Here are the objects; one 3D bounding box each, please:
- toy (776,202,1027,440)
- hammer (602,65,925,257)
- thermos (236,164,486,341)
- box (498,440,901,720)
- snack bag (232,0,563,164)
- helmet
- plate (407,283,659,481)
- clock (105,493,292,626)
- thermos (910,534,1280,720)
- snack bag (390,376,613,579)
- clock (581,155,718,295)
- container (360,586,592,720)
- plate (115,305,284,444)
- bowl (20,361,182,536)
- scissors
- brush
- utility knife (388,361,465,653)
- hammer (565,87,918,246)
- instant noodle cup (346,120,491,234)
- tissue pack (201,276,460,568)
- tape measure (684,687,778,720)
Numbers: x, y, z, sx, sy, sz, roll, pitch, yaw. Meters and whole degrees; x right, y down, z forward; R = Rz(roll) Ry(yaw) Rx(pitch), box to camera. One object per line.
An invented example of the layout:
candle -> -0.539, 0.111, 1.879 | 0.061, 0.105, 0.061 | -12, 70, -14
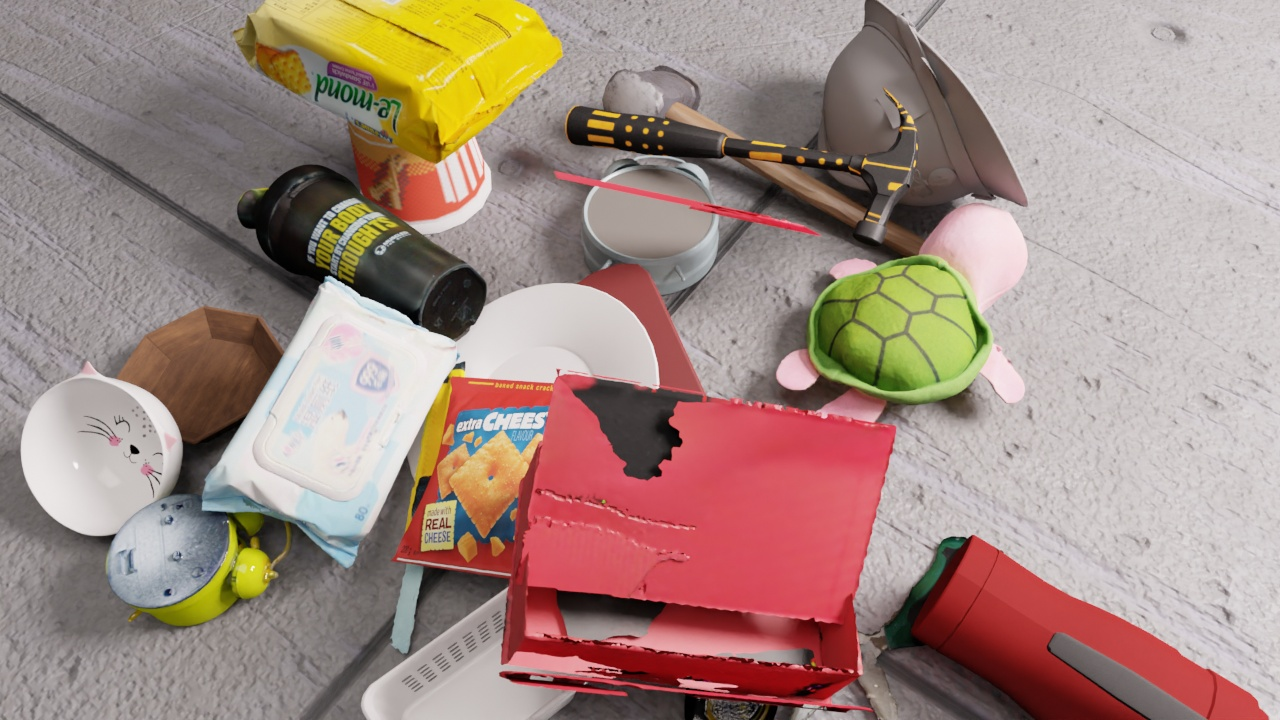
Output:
toy -> 0.214, -0.032, 0.722 | 0.238, 0.088, 0.190 | -36, 54, -14
hammer -> 0.114, -0.181, 0.843 | 0.328, 0.052, 0.097 | 34, 31, 16
thermos -> -0.228, -0.090, 0.759 | 0.221, 0.098, 0.098 | 29, 60, 27
box -> 0.050, 0.197, 0.415 | 0.214, 0.171, 0.478 | 11, 14, -13
snack bag -> -0.197, -0.264, 0.755 | 0.247, 0.068, 0.159 | 29, 59, 20
helmet -> 0.219, -0.198, 0.809 | 0.118, 0.183, 0.270 | -34, 41, 15
plate -> -0.083, 0.034, 0.696 | 0.209, 0.015, 0.208 | -10, 60, 17
clock -> -0.302, 0.135, 0.635 | 0.119, 0.057, 0.083 | -18, 56, -11
thermos -> 0.271, 0.189, 0.546 | 0.198, 0.108, 0.084 | 32, 81, 17
snack bag -> -0.095, 0.080, 0.641 | 0.131, 0.039, 0.143 | 3, 62, 20
clock -> 0.010, -0.128, 0.818 | 0.122, 0.045, 0.159 | 5, 56, 4
container -> -0.099, 0.211, 0.580 | 0.129, 0.050, 0.081 | -33, 61, -20
plate -> -0.351, 0.015, 0.739 | 0.131, 0.025, 0.131 | -1, 55, 1
bowl -> -0.383, 0.066, 0.671 | 0.115, 0.050, 0.115 | 1, 96, 9
scissors -> 0.140, 0.157, 0.634 | 0.201, 0.015, 0.204 | -38, 63, -25
brush -> -0.004, 0.004, 0.719 | 0.082, 0.042, 0.173 | -26, 57, 5
utility knife -> -0.154, 0.099, 0.671 | 0.031, 0.019, 0.224 | -11, 61, 26
hammer -> 0.073, -0.184, 0.774 | 0.321, 0.036, 0.123 | 16, 85, 28
instant noodle cup -> -0.206, -0.201, 0.828 | 0.123, 0.121, 0.123 | -1, 55, 1
tissue pack -> -0.214, 0.043, 0.649 | 0.112, 0.070, 0.181 | 28, 67, -12
tape measure -> 0.057, 0.213, 0.585 | 0.061, 0.034, 0.061 | 0, 65, 7
